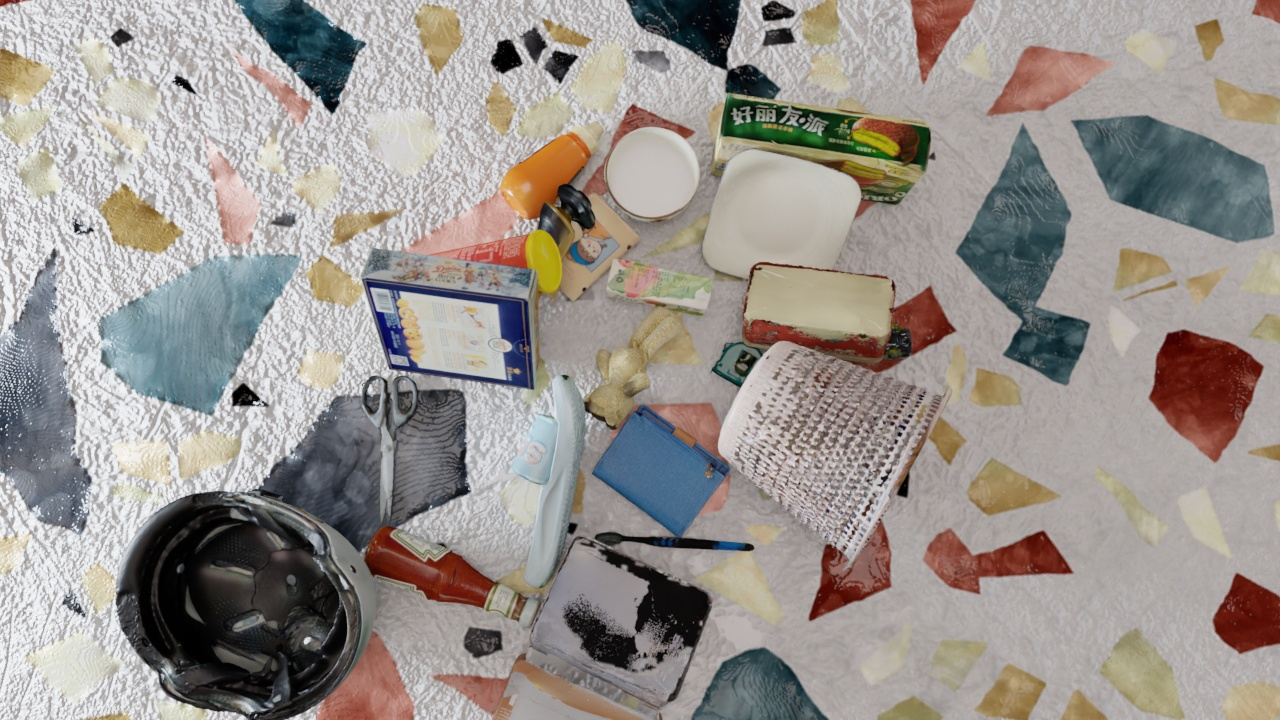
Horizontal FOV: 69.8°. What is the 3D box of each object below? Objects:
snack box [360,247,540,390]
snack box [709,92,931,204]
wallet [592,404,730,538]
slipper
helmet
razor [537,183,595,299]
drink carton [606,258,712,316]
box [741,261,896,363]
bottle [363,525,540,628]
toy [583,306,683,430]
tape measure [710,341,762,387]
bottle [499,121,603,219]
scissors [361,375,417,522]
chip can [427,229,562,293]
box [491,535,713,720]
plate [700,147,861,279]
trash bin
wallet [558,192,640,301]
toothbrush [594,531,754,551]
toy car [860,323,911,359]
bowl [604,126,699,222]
[{"bbox_3d":[-0.206,-0.042,1.034,0.182,0.178,0.045,8,56,0],"label":"snack box"},{"bbox_3d":[0.208,-0.247,1.086,0.240,0.114,0.063,8,80,2],"label":"snack box"},{"bbox_3d":[0.024,0.129,1.081,0.133,0.040,0.106,36,93,4],"label":"wallet"},{"bbox_3d":[-0.111,0.136,1.052,0.074,0.104,0.245,9,89,3],"label":"slipper"},{"bbox_3d":[-0.408,0.261,1.009,0.274,0.157,0.230,18,85,13],"label":"helmet"},{"bbox_3d":[-0.108,-0.126,1.089,0.067,0.062,0.167,22,100,-38],"label":"razor"},{"bbox_3d":[0.022,-0.088,1.099,0.122,0.053,0.045,10,83,1],"label":"drink carton"},{"bbox_3d":[0.204,-0.058,1.060,0.168,0.080,0.091,8,65,11],"label":"box"},{"bbox_3d":[-0.215,0.254,1.058,0.206,0.060,0.059,22,83,2],"label":"bottle"},{"bbox_3d":[-0.006,0.006,1.082,0.105,0.066,0.157,35,90,45],"label":"toy"},{"bbox_3d":[0.121,0.004,1.102,0.058,0.025,0.054,30,85,3],"label":"tape measure"},{"bbox_3d":[-0.101,-0.238,1.117,0.067,0.067,0.149,44,78,5],"label":"bottle"},{"bbox_3d":[-0.294,0.103,1.098,0.135,0.014,0.175,-33,84,-2],"label":"scissors"},{"bbox_3d":[-0.202,-0.096,1.057,0.217,0.073,0.073,-8,82,20],"label":"chip can"},{"bbox_3d":[-0.047,0.346,1.022,0.179,0.126,0.273,24,89,3],"label":"box"},{"bbox_3d":[0.164,-0.167,1.087,0.163,0.034,0.165,15,123,-3],"label":"plate"},{"bbox_3d":[0.201,0.085,1.011,0.192,0.227,0.227,30,84,16],"label":"trash bin"},{"bbox_3d":[-0.070,-0.141,1.122,0.115,0.024,0.087,-43,88,0],"label":"wallet"},{"bbox_3d":[0.040,0.215,1.082,0.189,0.016,0.014,4,91,0],"label":"toothbrush"},{"bbox_3d":[0.276,-0.019,1.096,0.090,0.035,0.042,0,63,5],"label":"toy car"},{"bbox_3d":[0.013,-0.218,1.111,0.113,0.062,0.113,0,83,-1],"label":"bowl"}]
